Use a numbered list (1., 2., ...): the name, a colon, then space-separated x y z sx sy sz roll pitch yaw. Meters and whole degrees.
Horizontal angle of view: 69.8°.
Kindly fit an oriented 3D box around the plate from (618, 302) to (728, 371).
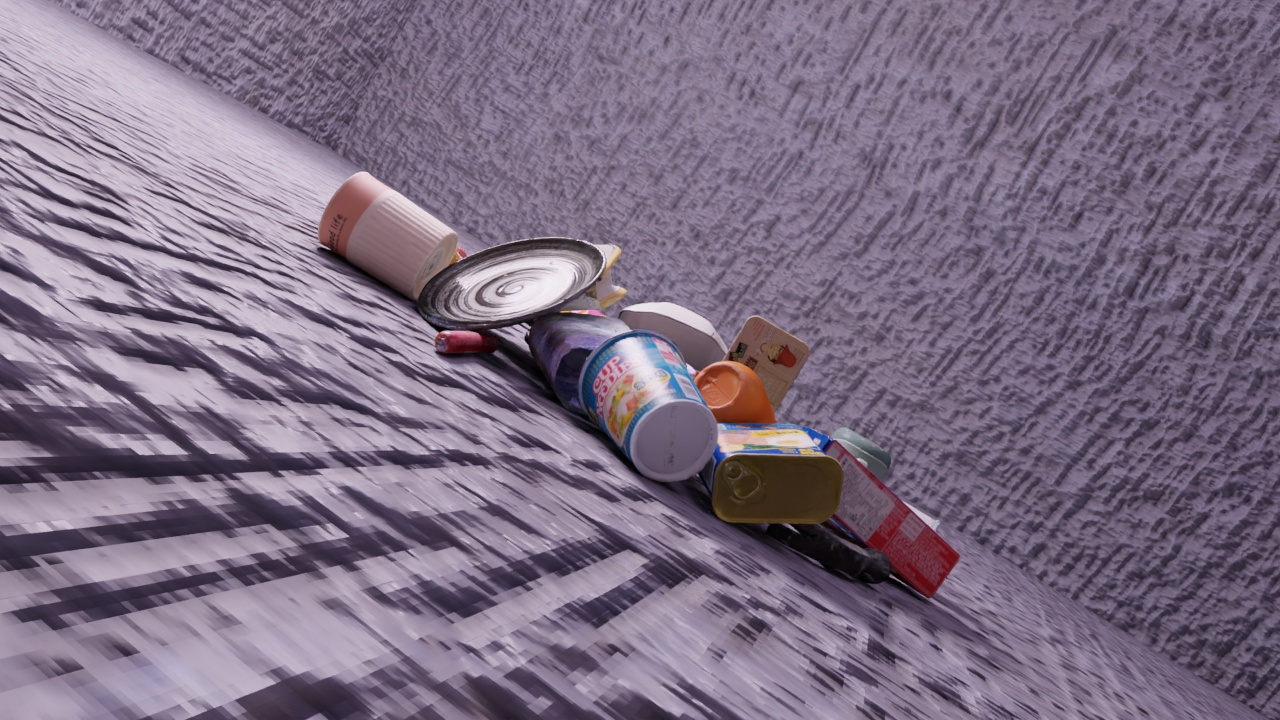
1. plate: 0.041 -0.013 1.272 0.162 0.034 0.266 25 -22 3

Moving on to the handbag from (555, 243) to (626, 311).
1. handbag: -0.111 -0.075 0.930 0.163 0.063 0.178 -3 17 16

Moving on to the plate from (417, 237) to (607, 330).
1. plate: -0.118 -0.068 0.853 0.179 0.179 0.024 35 -37 52

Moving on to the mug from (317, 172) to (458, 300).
1. mug: -0.244 -0.112 0.897 0.106 0.081 0.115 33 -26 2

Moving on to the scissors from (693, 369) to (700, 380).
1. scissors: 0.011 0.006 1.047 0.197 0.022 0.227 11 17 -28

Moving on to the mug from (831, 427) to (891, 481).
1. mug: 0.258 0.146 1.147 0.082 0.106 0.111 32 4 5

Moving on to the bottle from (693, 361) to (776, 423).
1. bottle: 0.095 0.058 0.834 0.067 0.066 0.149 33 -10 38

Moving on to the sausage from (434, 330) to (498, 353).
1. sausage: -0.143 -0.015 0.764 0.020 0.020 0.156 31 3 5

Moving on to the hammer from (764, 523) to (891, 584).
1. hammer: 0.084 0.105 0.871 0.126 0.032 0.323 29 4 -45

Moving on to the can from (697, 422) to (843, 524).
1. can: 0.099 0.088 0.736 0.102 0.057 0.083 2 15 -9

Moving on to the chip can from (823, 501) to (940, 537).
1. chip can: 0.225 0.154 1.040 0.215 0.071 0.071 31 4 19

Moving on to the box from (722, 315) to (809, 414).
1. box: 0.131 0.037 1.105 0.091 0.168 0.076 32 7 10

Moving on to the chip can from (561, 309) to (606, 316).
1. chip can: -0.113 -0.062 1.289 0.071 0.071 0.210 28 4 -41

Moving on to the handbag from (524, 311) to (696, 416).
1. handbag: -0.033 0.003 0.880 0.134 0.075 0.194 11 8 -17

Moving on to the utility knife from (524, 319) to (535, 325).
1. utility knife: -0.211 -0.088 1.273 0.168 0.015 0.033 31 -3 23

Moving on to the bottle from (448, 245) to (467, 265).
1. bottle: -0.225 -0.105 1.041 0.057 0.057 0.175 30 3 -10

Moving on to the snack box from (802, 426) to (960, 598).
1. snack box: 0.219 0.146 0.884 0.207 0.058 0.057 41 -5 -22

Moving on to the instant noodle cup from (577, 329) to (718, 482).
1. instant noodle cup: 0.011 0.040 0.731 0.099 0.099 0.110 29 11 -27
